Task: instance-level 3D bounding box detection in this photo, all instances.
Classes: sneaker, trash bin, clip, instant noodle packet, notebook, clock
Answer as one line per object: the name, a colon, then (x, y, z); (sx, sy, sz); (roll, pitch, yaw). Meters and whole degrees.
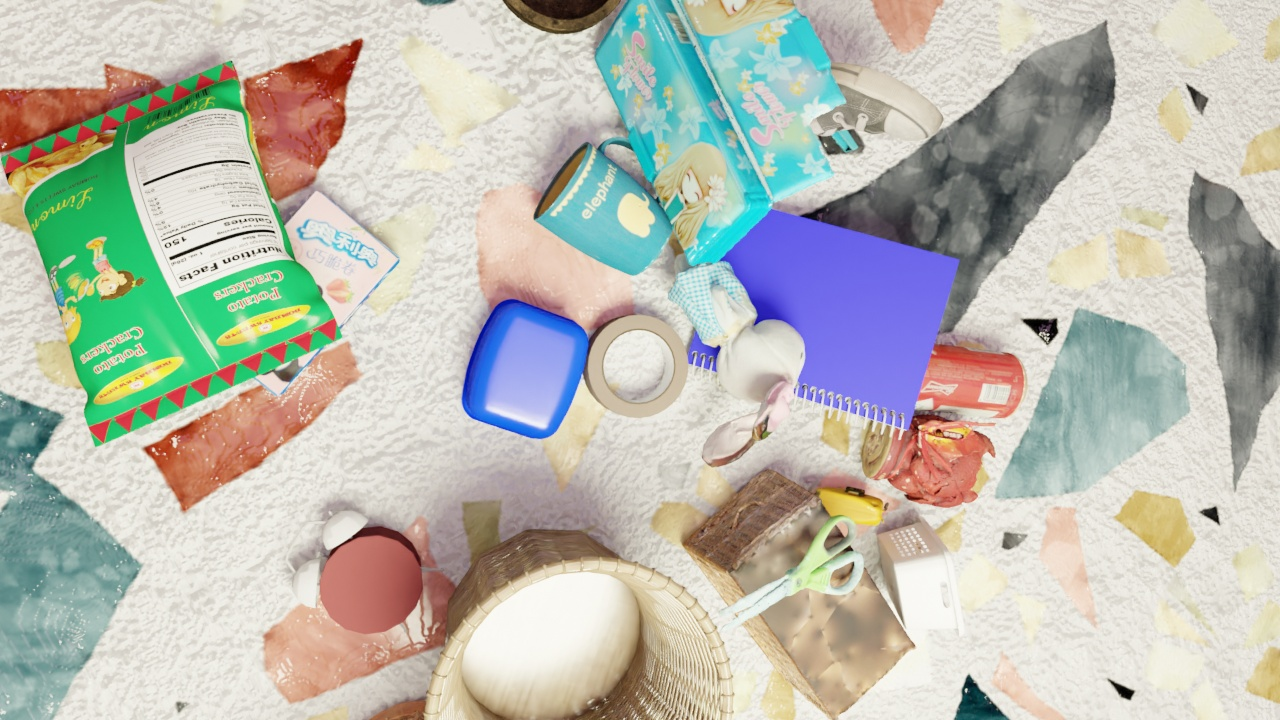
sneaker: (0.138, -0.197, 0.807); (0.235, 0.095, 0.120); (13, 93, 10)
trash bin: (-0.174, 0.380, 0.723); (0.151, 0.210, 0.151); (0, 92, -14)
clip: (0.143, -0.239, 0.871); (0.113, 0.028, 0.127); (-15, 97, -15)
instant noodle packet: (-0.363, -0.088, 0.703); (0.195, 0.090, 0.252); (-25, 78, -3)
notebook: (0.164, -0.039, 0.847); (0.209, 0.022, 0.171); (17, 88, 9)
clock: (-0.238, 0.181, 0.784); (0.124, 0.044, 0.087); (31, 85, -13)

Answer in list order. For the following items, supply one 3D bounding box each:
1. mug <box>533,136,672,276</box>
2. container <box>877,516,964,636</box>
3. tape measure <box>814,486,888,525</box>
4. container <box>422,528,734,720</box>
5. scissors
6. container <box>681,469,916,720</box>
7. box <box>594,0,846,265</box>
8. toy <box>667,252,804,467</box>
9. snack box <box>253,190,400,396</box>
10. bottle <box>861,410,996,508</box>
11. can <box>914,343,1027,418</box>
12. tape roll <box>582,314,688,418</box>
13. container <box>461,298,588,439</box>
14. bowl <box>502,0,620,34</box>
mug: (-0.021, -0.140, 0.807); (0.104, 0.085, 0.112); (34, 73, -19)
container: (0.262, 0.205, 0.873); (0.049, 0.129, 0.081); (-11, 95, 6)
tape measure: (0.203, 0.138, 0.882); (0.068, 0.058, 0.030); (11, 92, 18)
container: (-0.062, 0.249, 0.752); (0.226, 0.196, 0.227); (-1, 92, -14)
scissors: (0.122, 0.173, 0.737); (0.175, 0.033, 0.072); (-15, 102, -42)
container: (0.147, 0.214, 0.846); (0.113, 0.113, 0.198); (-38, 102, -10)
box: (0.061, -0.216, 0.750); (0.181, 0.073, 0.227); (-32, 72, 28)
toy: (0.087, -0.020, 0.812); (0.105, 0.131, 0.205); (-11, 71, -26)
snack box: (-0.285, -0.056, 0.767); (0.088, 0.033, 0.154); (41, 83, -12)
bottle: (0.280, 0.091, 0.879); (0.111, 0.099, 0.099); (17, 88, -5)
can: (0.289, 0.017, 0.895); (0.170, 0.067, 0.067); (6, 91, -14)
tape roll: (-0.005, 0.005, 0.840); (0.093, 0.030, 0.093); (-1, 93, -14)
container: (-0.099, 0.009, 0.803); (0.096, 0.058, 0.114); (20, 88, -14)
bowl: (-0.073, -0.340, 0.795); (0.121, 0.056, 0.121); (-1, 93, -14)
